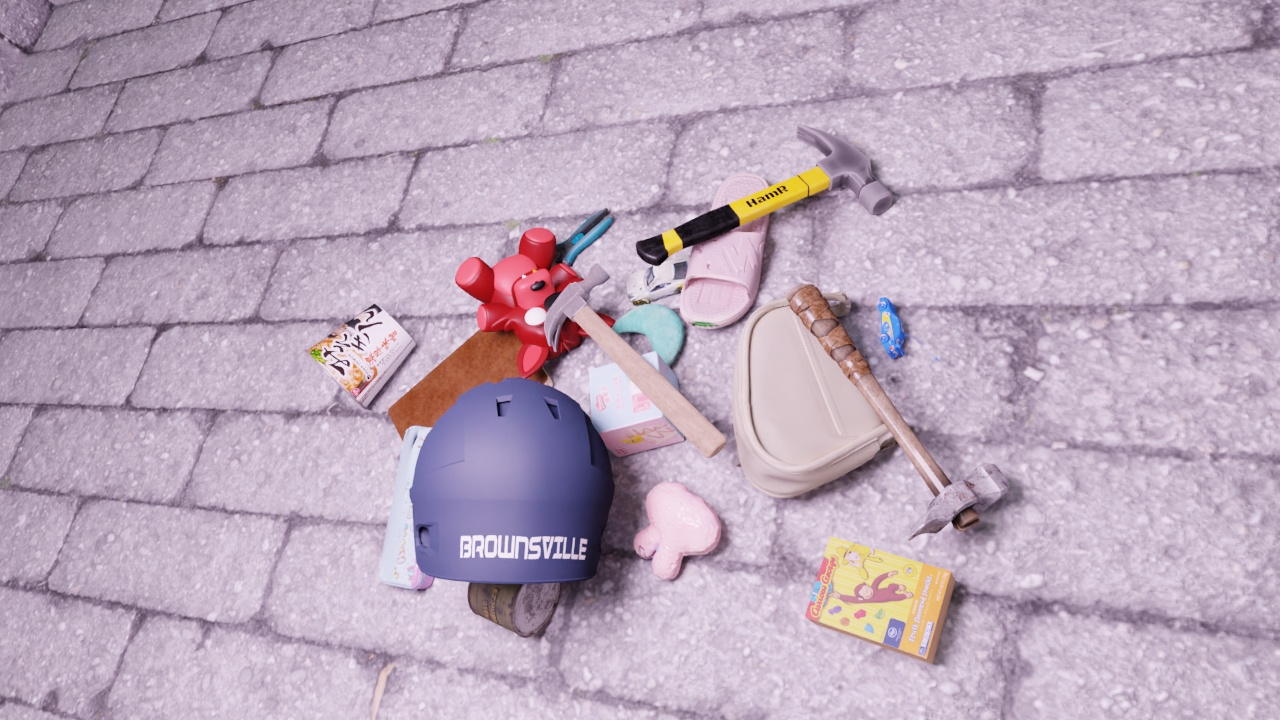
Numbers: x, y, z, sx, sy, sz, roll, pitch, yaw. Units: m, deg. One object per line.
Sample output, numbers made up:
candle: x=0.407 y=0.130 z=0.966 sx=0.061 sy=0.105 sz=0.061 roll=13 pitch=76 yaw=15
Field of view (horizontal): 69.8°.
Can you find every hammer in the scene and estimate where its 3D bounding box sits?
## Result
hammer: x=-0.006 y=0.006 z=1.109 sx=0.119 sy=0.031 sz=0.331 roll=-43 pitch=54 yaw=-3
hammer: x=0.253 y=0.042 z=0.978 sx=0.121 sy=0.049 sz=0.318 roll=-18 pitch=62 yaw=-24
hammer: x=0.142 y=-0.198 z=1.161 sx=0.324 sy=0.034 sz=0.169 roll=-25 pitch=57 yaw=-11

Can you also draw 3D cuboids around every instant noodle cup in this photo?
instant noodle cup: x=-0.409 y=-0.013 z=1.364 sx=0.121 sy=0.124 sz=0.124 roll=-46 pitch=54 yaw=-12

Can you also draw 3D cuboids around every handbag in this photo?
handbag: x=0.186 y=0.044 z=1.063 sx=0.184 sy=0.132 sz=0.228 roll=-11 pitch=61 yaw=-7

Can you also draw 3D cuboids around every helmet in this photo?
helmet: x=-0.149 y=0.132 z=1.065 sx=0.232 sy=0.273 sz=0.223 roll=4 pitch=82 yaw=-16

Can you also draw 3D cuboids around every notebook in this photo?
notebook: x=-0.241 y=0.055 z=1.294 sx=0.225 sy=0.024 sz=0.167 roll=-41 pitch=53 yaw=3

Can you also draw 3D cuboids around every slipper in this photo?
slipper: x=0.116 y=-0.152 z=1.186 sx=0.094 sy=0.064 sz=0.238 roll=12 pitch=66 yaw=14

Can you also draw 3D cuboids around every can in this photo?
can: x=-0.150 y=0.274 z=1.096 sx=0.075 sy=0.090 sz=0.089 roll=15 pitch=72 yaw=31

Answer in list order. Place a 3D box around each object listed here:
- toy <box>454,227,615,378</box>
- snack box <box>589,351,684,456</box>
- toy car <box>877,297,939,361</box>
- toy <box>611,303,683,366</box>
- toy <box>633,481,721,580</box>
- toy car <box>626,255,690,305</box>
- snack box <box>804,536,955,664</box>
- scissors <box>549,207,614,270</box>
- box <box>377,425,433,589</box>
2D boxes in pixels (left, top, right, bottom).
toy: x=-0.145 y=-0.080 z=1.261 sx=0.158 sy=0.121 sz=0.197 roll=-28 pitch=57 yaw=-19
snack box: x=-0.005 y=0.056 z=1.141 sx=0.095 sy=0.079 sz=0.092 roll=-16 pitch=57 yaw=17
toy car: x=0.309 y=-0.035 z=1.055 sx=0.062 sy=0.033 sz=0.091 roll=-11 pitch=61 yaw=29
toy: x=0.015 y=-0.033 z=1.205 sx=0.085 sy=0.033 sz=0.105 roll=-42 pitch=58 yaw=1
toy: x=0.038 y=0.199 z=1.067 sx=0.108 sy=0.053 sz=0.105 roll=41 pitch=98 yaw=35
toy car: x=0.027 y=-0.109 z=1.239 sx=0.106 sy=0.033 sz=0.048 roll=-18 pitch=60 yaw=19
snack box: x=0.246 y=0.245 z=0.942 sx=0.126 sy=0.040 sz=0.088 roll=12 pitch=71 yaw=31
scissors: x=-0.102 y=-0.172 z=1.345 sx=0.136 sy=0.019 sz=0.137 roll=-7 pitch=64 yaw=26
box: x=-0.298 y=0.194 z=1.223 sx=0.076 sy=0.033 sz=0.214 roll=2 pitch=77 yaw=27
